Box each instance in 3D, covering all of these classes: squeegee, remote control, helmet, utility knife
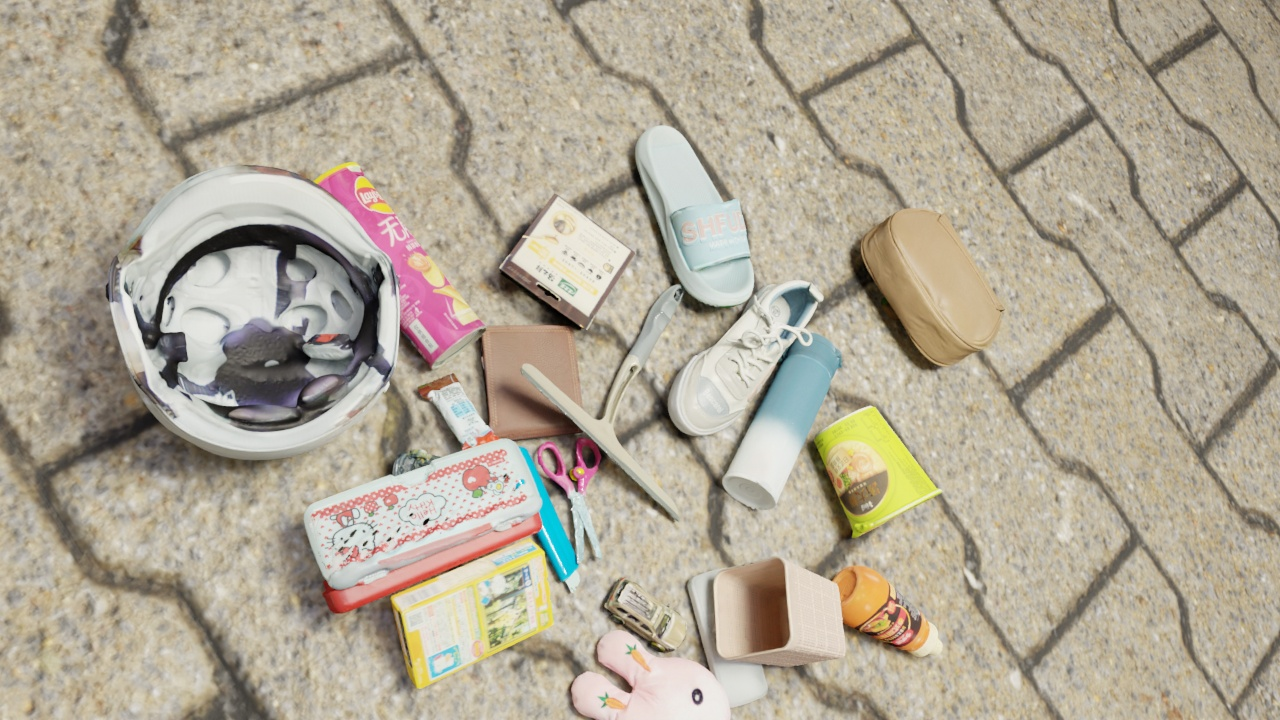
[{"bbox_3d":[-0.006,0.006,1.001,0.246,0.039,0.245,46,50,-26],"label":"squeegee"},{"bbox_3d":[0.089,0.286,0.950,0.055,0.020,0.136,-9,75,-26],"label":"remote control"},{"bbox_3d":[-0.332,-0.026,0.807,0.228,0.146,0.258,-9,67,-28],"label":"helmet"},{"bbox_3d":[-0.098,0.157,0.916,0.034,0.018,0.159,-21,81,-43],"label":"utility knife"}]

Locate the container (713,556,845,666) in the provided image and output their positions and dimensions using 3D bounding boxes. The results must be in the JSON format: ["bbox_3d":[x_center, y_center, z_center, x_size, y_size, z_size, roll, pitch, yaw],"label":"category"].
[{"bbox_3d":[0.144,0.260,0.927,0.111,0.090,0.089,27,51,-40],"label":"container"}]

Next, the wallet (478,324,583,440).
[{"bbox_3d":[-0.115,0.022,0.954,0.101,0.032,0.124,-2,71,-21],"label":"wallet"}]

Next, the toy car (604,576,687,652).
[{"bbox_3d":[0.008,0.256,0.918,0.090,0.035,0.042,38,62,-10],"label":"toy car"}]

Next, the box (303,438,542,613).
[{"bbox_3d":[-0.195,0.144,0.830,0.201,0.095,0.101,-19,85,-27],"label":"box"}]

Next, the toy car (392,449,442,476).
[{"bbox_3d":[-0.195,0.114,0.880,0.090,0.034,0.042,15,61,-34],"label":"toy car"}]

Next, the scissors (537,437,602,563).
[{"bbox_3d":[-0.072,0.141,0.929,0.083,0.017,0.137,11,62,-28],"label":"scissors"}]

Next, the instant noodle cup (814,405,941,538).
[{"bbox_3d":[0.260,0.122,1.045,0.111,0.112,0.123,-19,71,-29],"label":"instant noodle cup"}]

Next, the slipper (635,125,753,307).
[{"bbox_3d":[0.073,-0.176,1.077,0.103,0.074,0.245,-13,74,-40],"label":"slipper"}]

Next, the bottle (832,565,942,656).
[{"bbox_3d":[0.278,0.285,1.015,0.149,0.067,0.066,35,61,-16],"label":"bottle"}]

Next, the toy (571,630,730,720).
[{"bbox_3d":[0.013,0.336,0.882,0.159,0.054,0.121,34,62,0],"label":"toy"}]

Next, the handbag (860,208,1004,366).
[{"bbox_3d":[0.373,-0.096,1.179,0.147,0.100,0.204,-24,82,-37],"label":"handbag"}]

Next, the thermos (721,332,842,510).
[{"bbox_3d":[0.164,0.063,1.043,0.070,0.070,0.219,35,60,-8],"label":"thermos"}]

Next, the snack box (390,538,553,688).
[{"bbox_3d":[-0.149,0.228,0.833,0.140,0.034,0.087,-18,117,-27],"label":"snack box"}]

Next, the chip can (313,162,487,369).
[{"bbox_3d":[-0.245,-0.093,0.914,0.071,0.072,0.210,-39,90,-30],"label":"chip can"}]

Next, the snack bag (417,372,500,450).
[{"bbox_3d":[-0.176,0.058,0.905,0.048,0.026,0.104,-26,63,-36],"label":"snack bag"}]

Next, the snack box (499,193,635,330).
[{"bbox_3d":[-0.083,-0.102,0.999,0.113,0.053,0.125,36,61,-8],"label":"snack box"}]

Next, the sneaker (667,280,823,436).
[{"bbox_3d":[0.127,-0.006,1.027,0.089,0.091,0.241,51,57,-15],"label":"sneaker"}]
